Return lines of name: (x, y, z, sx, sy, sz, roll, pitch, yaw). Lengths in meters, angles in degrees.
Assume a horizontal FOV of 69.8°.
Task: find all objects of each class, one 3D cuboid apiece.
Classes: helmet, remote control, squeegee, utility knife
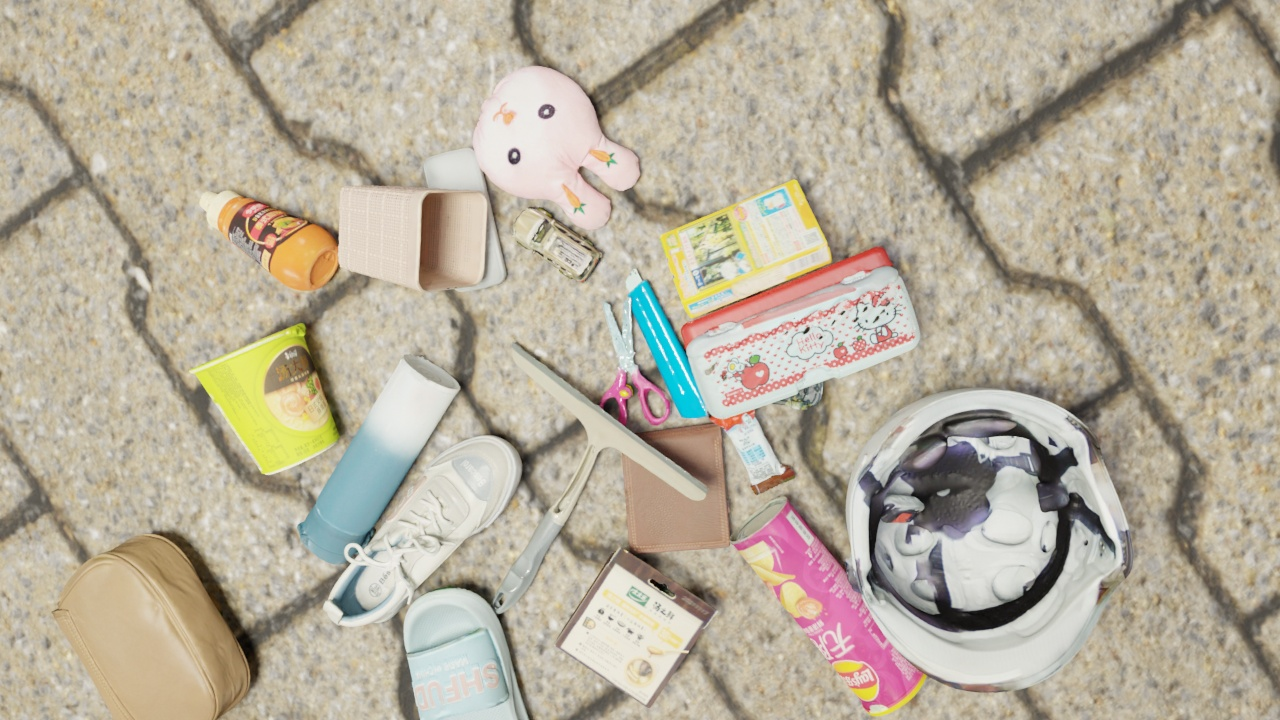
helmet: (0.289, 0.142, 0.814, 0.229, 0.145, 0.259, -13, 102, 8)
remote control: (-0.171, -0.136, 0.896, 0.056, 0.020, 0.136, -13, 94, 7)
squeegee: (-0.082, 0.150, 0.904, 0.246, 0.039, 0.247, 35, 106, 22)
utility knife: (0.024, -0.015, 0.889, 0.034, 0.018, 0.159, -26, 91, 21)

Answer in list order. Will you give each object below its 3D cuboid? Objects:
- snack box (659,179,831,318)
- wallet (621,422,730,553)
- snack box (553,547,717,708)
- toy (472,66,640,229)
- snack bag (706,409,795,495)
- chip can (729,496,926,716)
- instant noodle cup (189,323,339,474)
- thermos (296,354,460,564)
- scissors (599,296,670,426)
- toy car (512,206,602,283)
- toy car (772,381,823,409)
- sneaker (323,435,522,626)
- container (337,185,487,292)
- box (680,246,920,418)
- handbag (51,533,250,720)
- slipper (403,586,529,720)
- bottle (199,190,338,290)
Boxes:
snack box: (0.095, -0.103, 0.845, 0.140, 0.034, 0.086, -21, 55, 5)
wallet: (0.035, 0.126, 0.896, 0.101, 0.032, 0.124, -5, 95, 3)
snack box: (-0.004, 0.256, 0.899, 0.113, 0.053, 0.126, 33, 97, 2)
toy: (-0.080, -0.200, 0.868, 0.159, 0.054, 0.121, 35, 97, -6)
snack bag: (0.106, 0.081, 0.878, 0.048, 0.026, 0.104, -28, 111, 14)
chip can: (0.177, 0.231, 0.871, 0.071, 0.071, 0.210, -39, 90, 8)
instant noodle cup: (-0.355, 0.041, 0.895, 0.112, 0.111, 0.123, -22, 101, 7)
thermos: (-0.260, 0.101, 0.907, 0.070, 0.070, 0.220, 33, 98, 2)
scissors: (-0.004, 0.003, 0.890, 0.084, 0.017, 0.138, 5, 100, 13)
toy car: (-0.083, -0.113, 0.883, 0.090, 0.035, 0.042, 35, 96, 4)
toy car: (0.129, 0.021, 0.874, 0.091, 0.034, 0.043, 6, 100, 19)
sneaker: (-0.217, 0.165, 0.887, 0.089, 0.090, 0.242, 45, 99, 13)
container: (-0.215, -0.119, 0.853, 0.111, 0.090, 0.090, 13, 106, 28)
box: (0.143, -0.021, 0.835, 0.201, 0.095, 0.101, -21, 87, 6)
handbag: (-0.493, 0.283, 0.933, 0.148, 0.099, 0.204, -28, 92, 15)
slipper: (-0.172, 0.344, 0.908, 0.104, 0.074, 0.245, -19, 96, 19)
bottle: (-0.370, -0.125, 0.901, 0.149, 0.066, 0.067, 30, 97, 9)
